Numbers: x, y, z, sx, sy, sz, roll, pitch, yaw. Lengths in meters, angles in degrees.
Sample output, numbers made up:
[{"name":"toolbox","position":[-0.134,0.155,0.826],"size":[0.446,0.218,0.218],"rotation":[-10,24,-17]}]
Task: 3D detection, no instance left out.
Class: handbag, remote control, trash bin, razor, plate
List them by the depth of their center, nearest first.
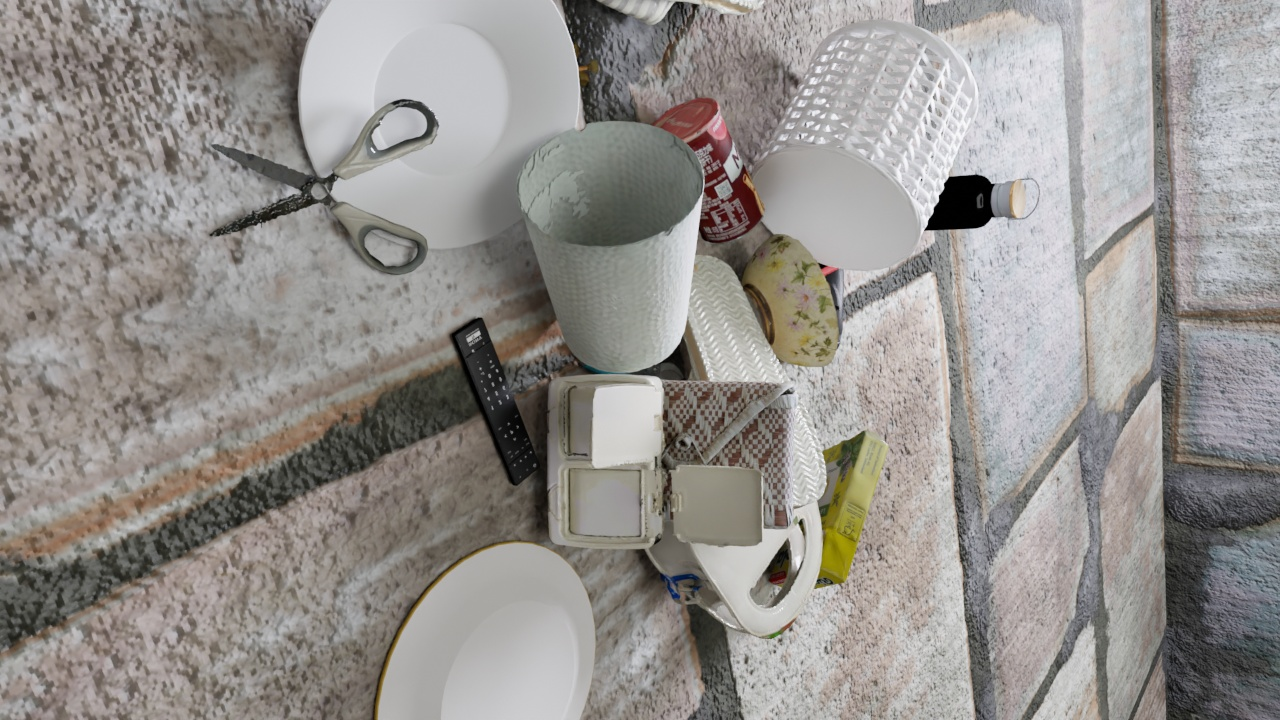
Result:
[{"name":"plate","position":[-0.135,-0.180,0.642],"size":[0.208,0.015,0.209],"rotation":[-18,123,-30]},{"name":"trash bin","position":[-0.018,-0.079,0.712],"size":[0.133,0.133,0.162],"rotation":[-55,157,-30]},{"name":"remote control","position":[-0.113,0.034,0.730],"size":[0.030,0.009,0.140],"rotation":[-39,121,-40]},{"name":"plate","position":[-0.111,0.263,0.744],"size":[0.229,0.021,0.230],"rotation":[-5,97,-49]},{"name":"handbag","position":[0.039,0.078,0.783],"size":[0.047,0.186,0.124],"rotation":[-19,109,-73]},{"name":"handbag","position":[0.099,0.169,0.909],"size":[0.200,0.093,0.199],"rotation":[-41,105,-39]},{"name":"razor","position":[0.208,-0.077,1.065],"size":[0.053,0.064,0.140],"rotation":[7,76,-7]}]

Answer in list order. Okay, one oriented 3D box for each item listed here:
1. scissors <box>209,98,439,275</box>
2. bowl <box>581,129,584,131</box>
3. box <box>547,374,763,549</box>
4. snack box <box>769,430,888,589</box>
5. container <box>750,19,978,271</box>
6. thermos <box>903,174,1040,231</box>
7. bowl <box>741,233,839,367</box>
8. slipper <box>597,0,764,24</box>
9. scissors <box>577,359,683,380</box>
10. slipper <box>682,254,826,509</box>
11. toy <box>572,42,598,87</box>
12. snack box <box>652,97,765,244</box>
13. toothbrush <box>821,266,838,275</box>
[{"name":"scissors","position":[-0.193,-0.112,0.605],"size":[0.170,0.012,0.157],"rotation":[-47,136,-14]},{"name":"bowl","position":[-0.002,-0.149,0.794],"size":[0.117,0.074,0.118],"rotation":[-5,97,-49]},{"name":"box","position":[0.003,0.082,0.717],"size":[0.098,0.184,0.143],"rotation":[-1,90,-75]},{"name":"snack box","position":[0.213,0.169,1.040],"size":[0.045,0.121,0.180],"rotation":[28,66,-6]},{"name":"container","position":[0.236,-0.224,0.974],"size":[0.189,0.190,0.186],"rotation":[50,59,-39]},{"name":"thermos","position":[0.344,-0.182,1.067],"size":[0.061,0.232,0.061],"rotation":[-5,97,-49]},{"name":"bowl","position":[0.135,-0.051,0.936],"size":[0.063,0.145,0.145],"rotation":[-21,111,-15]},{"name":"slipper","position":[0.015,-0.359,0.810],"size":[0.271,0.054,0.114],"rotation":[-12,98,-43]},{"name":"scissors","position":[-0.007,0.010,0.845],"size":[0.138,0.019,0.136],"rotation":[-51,131,-34]},{"name":"slipper","position":[0.093,0.020,0.868],"size":[0.114,0.052,0.262],"rotation":[-8,67,-35]},{"name":"toy","position":[-0.075,-0.223,0.708],"size":[0.100,0.063,0.076],"rotation":[-19,90,-28]},{"name":"snack box","position":[0.065,-0.178,0.870],"size":[0.072,0.072,0.121],"rotation":[-57,132,-29]},{"name":"toothbrush","position":[0.226,-0.115,1.043],"size":[0.212,0.012,0.018],"rotation":[-26,82,-33]}]
